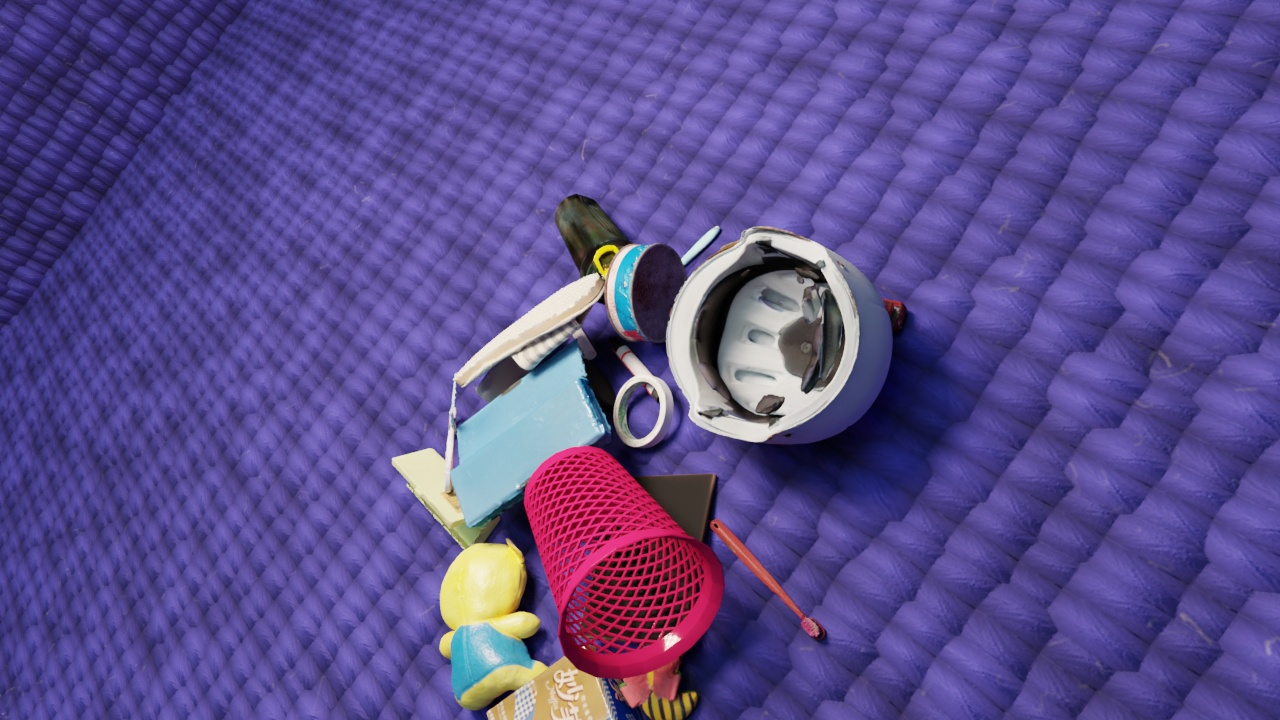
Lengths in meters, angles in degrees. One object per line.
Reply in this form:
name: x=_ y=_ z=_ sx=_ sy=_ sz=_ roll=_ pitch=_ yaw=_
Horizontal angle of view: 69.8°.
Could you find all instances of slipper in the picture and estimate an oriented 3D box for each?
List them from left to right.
slipper: x=-0.149 y=-0.031 z=1.244 sx=0.273 sy=0.054 sz=0.114 roll=-28 pitch=24 yaw=31

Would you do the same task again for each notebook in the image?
notebook: x=0.009 y=0.232 z=1.096 sx=0.142 sy=0.008 sz=0.208 roll=-7 pitch=54 yaw=32

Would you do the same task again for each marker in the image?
marker: x=-0.098 y=-0.048 z=1.337 sx=0.020 sy=0.017 sz=0.133 roll=-29 pitch=50 yaw=-5
marker: x=-0.007 y=0.007 z=1.242 sx=0.019 sy=0.019 sz=0.145 roll=-46 pitch=49 yaw=6

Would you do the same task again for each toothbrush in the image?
toothbrush: x=0.043 y=-0.123 z=1.280 sx=0.181 sy=0.016 sz=0.016 roll=-43 pitch=48 yaw=7
toothbrush: x=0.137 y=0.240 z=1.019 sx=0.016 sy=0.016 sz=0.190 roll=-50 pitch=49 yaw=4

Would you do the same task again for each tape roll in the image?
tape roll: x=0.003 y=0.066 z=1.188 sx=0.094 sy=0.018 sz=0.093 roll=-12 pitch=73 yaw=42

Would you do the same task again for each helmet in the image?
helmet: x=0.165 y=-0.018 z=1.039 sx=0.264 sy=0.163 sz=0.236 roll=14 pitch=89 yaw=48

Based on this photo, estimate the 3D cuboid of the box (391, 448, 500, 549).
box: x=-0.276 y=0.192 z=1.314 sx=0.077 sy=0.090 sz=0.188 roll=-41 pitch=44 yaw=-17

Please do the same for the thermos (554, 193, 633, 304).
thermos: x=-0.060 y=-0.161 z=1.312 sx=0.098 sy=0.098 sz=0.220 roll=-41 pitch=41 yaw=10

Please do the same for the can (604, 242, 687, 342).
can: x=0.010 y=-0.089 z=1.208 sx=0.044 sy=0.130 sz=0.129 roll=4 pitch=69 yaw=36

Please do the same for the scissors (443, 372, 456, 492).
scissors: x=-0.269 y=0.105 z=1.309 sx=0.171 sy=0.013 sz=0.172 roll=131 pitch=142 yaw=-71

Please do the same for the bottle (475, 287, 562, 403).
bottle: x=-0.163 y=-0.021 z=1.337 sx=0.195 sy=0.052 sz=0.052 roll=-54 pitch=48 yaw=4

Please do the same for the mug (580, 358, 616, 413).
mug: x=-0.087 y=0.062 z=1.222 sx=0.088 sy=0.078 sz=0.113 roll=-36 pitch=32 yaw=14

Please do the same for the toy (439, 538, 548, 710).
toy: x=-0.196 y=0.327 z=1.164 sx=0.149 sy=0.084 sz=0.213 roll=-25 pitch=57 yaw=20

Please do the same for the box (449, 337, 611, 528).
box: x=-0.155 y=0.090 z=1.184 sx=0.232 sy=0.047 sz=0.176 roll=-37 pitch=50 yaw=18

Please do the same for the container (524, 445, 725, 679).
container: x=-0.038 y=0.206 z=1.030 sx=0.183 sy=0.183 sz=0.225 roll=-48 pitch=35 yaw=4

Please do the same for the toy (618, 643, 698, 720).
toy: x=0.019 y=0.355 z=1.025 sx=0.084 sy=0.046 sz=0.103 roll=-28 pitch=52 yaw=-7

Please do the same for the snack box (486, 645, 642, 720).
snack box: x=-0.068 y=0.446 z=1.018 sx=0.155 sy=0.069 sz=0.202 roll=-38 pitch=50 yaw=12

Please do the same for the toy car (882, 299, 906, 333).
toy car: x=0.265 y=-0.055 z=1.076 sx=0.091 sy=0.036 sz=0.042 roll=9 pitch=72 yaw=44
